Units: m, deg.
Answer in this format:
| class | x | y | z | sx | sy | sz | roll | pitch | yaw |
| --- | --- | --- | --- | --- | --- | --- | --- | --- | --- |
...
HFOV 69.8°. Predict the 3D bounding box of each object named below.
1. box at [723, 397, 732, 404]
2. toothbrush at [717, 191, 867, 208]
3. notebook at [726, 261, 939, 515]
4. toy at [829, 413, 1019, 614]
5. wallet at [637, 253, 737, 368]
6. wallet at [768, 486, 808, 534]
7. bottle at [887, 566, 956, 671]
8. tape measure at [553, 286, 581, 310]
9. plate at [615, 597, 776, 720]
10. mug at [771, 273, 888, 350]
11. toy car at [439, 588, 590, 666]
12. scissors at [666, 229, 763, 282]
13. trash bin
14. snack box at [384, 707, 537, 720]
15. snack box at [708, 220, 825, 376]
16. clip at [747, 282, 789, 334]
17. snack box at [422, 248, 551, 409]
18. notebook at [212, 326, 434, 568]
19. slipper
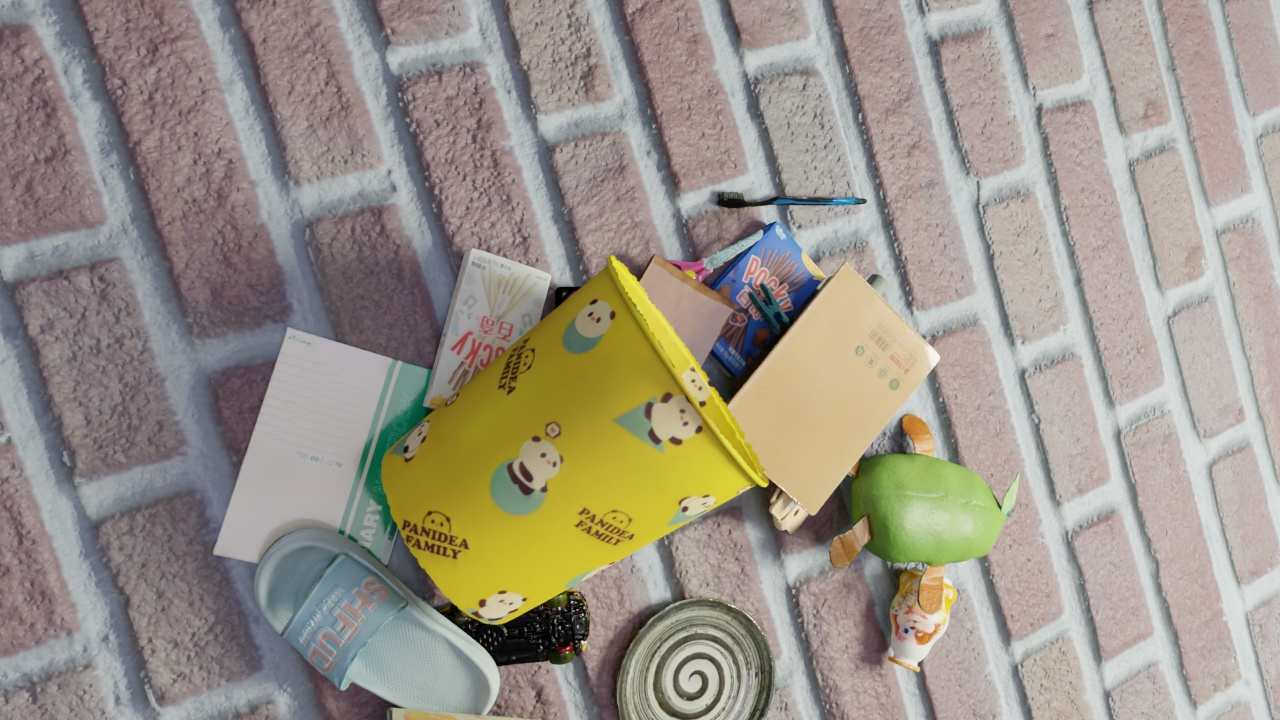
| class | x | y | z | sx | sy | sz | roll | pitch | yaw |
| --- | --- | --- | --- | --- | --- | --- | --- | --- | --- |
| box | 0.107 | 0.075 | 0.936 | 0.168 | 0.091 | 0.076 | -19 | 90 | -20 |
| toothbrush | 0.169 | -0.177 | 1.009 | 0.189 | 0.014 | 0.016 | -4 | 66 | -21 |
| notebook | 0.183 | 0.029 | 0.895 | 0.148 | 0.008 | 0.207 | 41 | 86 | -16 |
| toy | 0.303 | 0.162 | 1.007 | 0.246 | 0.090 | 0.226 | 11 | 68 | -21 |
| wallet | 0.028 | -0.034 | 0.927 | 0.101 | 0.020 | 0.115 | 31 | 84 | -6 |
| wallet | 0.165 | 0.137 | 0.957 | 0.024 | 0.115 | 0.087 | 30 | 80 | 27 |
| bottle | 0.309 | 0.289 | 1.024 | 0.063 | 0.063 | 0.108 | 24 | 80 | -19 |
| tape measure | -0.058 | -0.044 | 0.907 | 0.057 | 0.039 | 0.058 | -4 | 85 | -21 |
| plate | 0.057 | 0.334 | 0.950 | 0.179 | 0.024 | 0.179 | 1 | 88 | -19 |
| mug | 0.204 | -0.031 | 0.962 | 0.083 | 0.124 | 0.103 | 40 | 77 | 7 |
| toy car | -0.124 | 0.255 | 0.871 | 0.156 | 0.041 | 0.071 | -7 | 95 | -7 |
| scissors | 0.072 | -0.102 | 0.959 | 0.133 | 0.017 | 0.057 | -32 | 89 | -6 |
| trash bin | -0.060 | 0.077 | 0.780 | 0.255 | 0.229 | 0.229 | -35 | 102 | 7 |
| snack box | -0.156 | 0.406 | 0.826 | 0.177 | 0.046 | 0.183 | 13 | 105 | -20 |
| snack box | 0.120 | -0.066 | 0.980 | 0.084 | 0.026 | 0.157 | 46 | 74 | -13 |
| clip | 0.136 | -0.055 | 0.963 | 0.043 | 0.014 | 0.056 | -40 | 103 | -16 |
| snack box | -0.145 | -0.020 | 0.876 | 0.084 | 0.027 | 0.156 | 17 | 82 | -25 |
| notebook | -0.279 | 0.091 | 0.836 | 0.150 | 0.012 | 0.209 | 18 | 83 | -21 |
| slipper | -0.232 | 0.247 | 0.801 | 0.245 | 0.074 | 0.104 | 38 | 96 | -12 |
